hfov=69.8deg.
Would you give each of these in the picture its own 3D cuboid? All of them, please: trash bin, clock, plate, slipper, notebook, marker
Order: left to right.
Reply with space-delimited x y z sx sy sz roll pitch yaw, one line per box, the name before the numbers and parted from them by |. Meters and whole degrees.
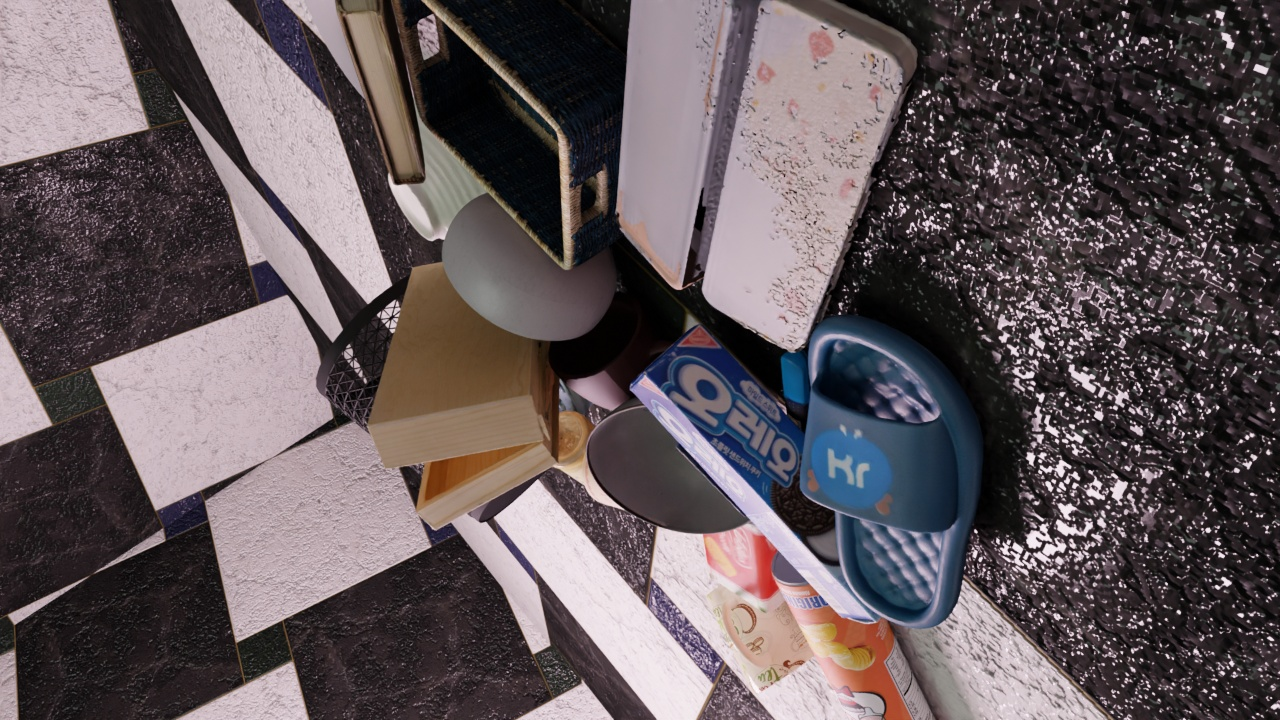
plate | -0.278 -0.322 0.888 0.173 0.019 0.173 45 157 24
notebook | -0.203 -0.242 0.715 0.190 0.034 0.215 86 167 -52
trash bin | -0.216 0.049 1.092 0.243 0.216 0.217 44 158 9
clock | -0.078 0.012 0.932 0.089 0.051 0.125 57 160 -11
marker | 0.107 0.035 0.620 0.018 0.015 0.123 32 153 33
slipper | 0.139 0.074 0.520 0.104 0.059 0.214 15 128 43

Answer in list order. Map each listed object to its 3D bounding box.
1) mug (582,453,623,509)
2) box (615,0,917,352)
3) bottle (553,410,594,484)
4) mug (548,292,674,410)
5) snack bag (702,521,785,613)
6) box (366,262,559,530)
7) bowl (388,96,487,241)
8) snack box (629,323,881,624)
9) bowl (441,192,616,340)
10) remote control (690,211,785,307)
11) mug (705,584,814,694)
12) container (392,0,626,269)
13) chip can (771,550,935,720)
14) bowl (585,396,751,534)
mug | 0.011 0.087 0.834 0.104 0.085 0.111 9 103 50
box | 0.054 -0.106 0.480 0.154 0.058 0.217 45 153 22
bottle | -0.042 0.104 0.932 0.056 0.056 0.162 40 177 34
mug | -0.004 0.004 0.744 0.114 0.086 0.088 -3 142 35
snack bag | 0.088 0.157 0.797 0.077 0.036 0.116 27 140 41
box | -0.131 0.013 0.788 0.248 0.140 0.123 -98 0 -55
bowl | -0.189 -0.163 0.873 0.177 0.070 0.178 44 158 23
snack box | 0.091 0.078 0.627 0.226 0.059 0.059 47 164 2
bowl | -0.077 -0.082 0.695 0.132 0.131 0.065 47 126 19
remote control | 0.045 -0.071 0.591 0.125 0.010 0.039 42 156 28
mug | 0.103 0.246 0.841 0.097 0.081 0.121 56 -161 17
container | -0.078 -0.173 0.613 0.187 0.071 0.145 46 158 21
chip can | 0.172 0.232 0.717 0.062 0.062 0.210 12 134 61
bowl | 0.035 0.070 0.730 0.151 0.056 0.151 10 133 11
